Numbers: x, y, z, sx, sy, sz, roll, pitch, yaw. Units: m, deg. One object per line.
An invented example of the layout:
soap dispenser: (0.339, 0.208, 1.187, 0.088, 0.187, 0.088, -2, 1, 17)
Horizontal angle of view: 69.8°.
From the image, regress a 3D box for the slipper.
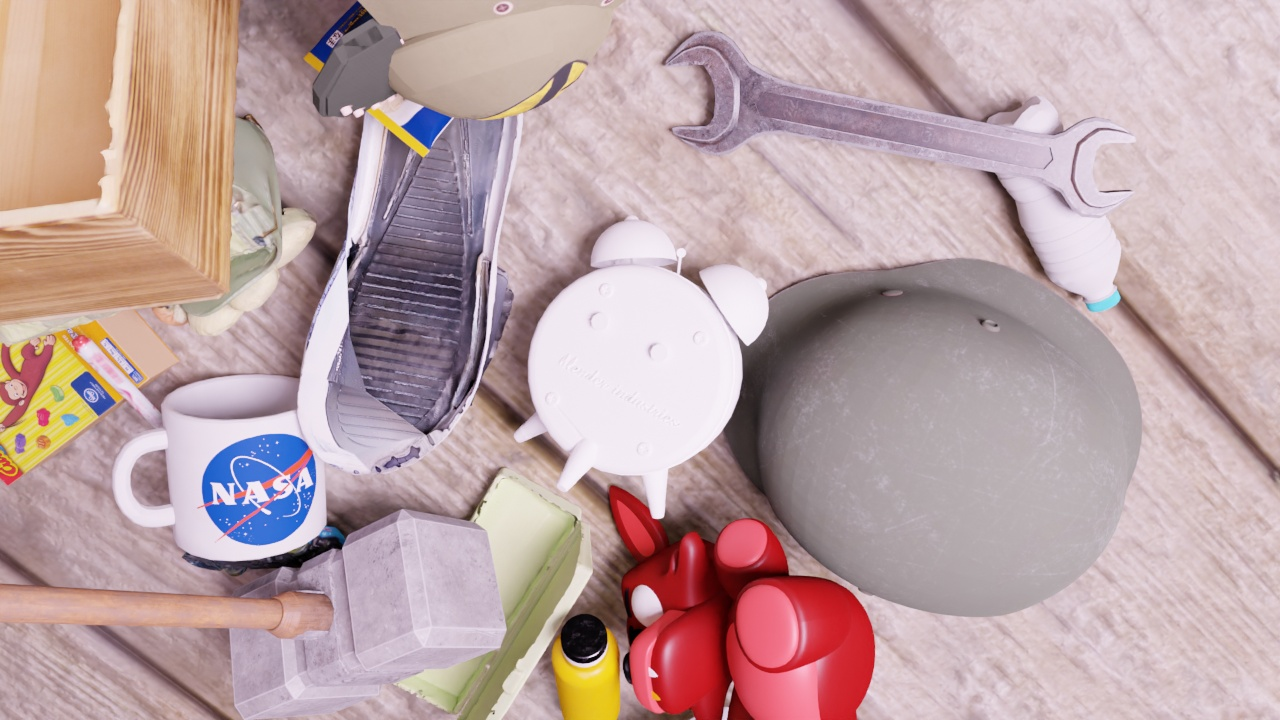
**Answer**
slipper: (-0.133, -0.059, 0.560, 0.111, 0.063, 0.264, 11, 94, -1)

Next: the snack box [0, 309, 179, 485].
snack box: (-0.382, 0.006, 0.590, 0.126, 0.040, 0.088, -34, 104, 10)

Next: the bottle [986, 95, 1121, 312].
bottle: (0.253, -0.090, 0.554, 0.044, 0.044, 0.136, -31, 104, 9)

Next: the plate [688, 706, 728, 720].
plate: (0.034, 0.306, 0.649, 0.134, 0.011, 0.135, -20, 124, -34)

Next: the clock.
clock: (-0.003, 0.003, 0.551, 0.125, 0.072, 0.161, 28, 96, 11)

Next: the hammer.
hammer: (-0.233, 0.134, 0.488, 0.163, 0.317, 0.082, -26, 63, 21)

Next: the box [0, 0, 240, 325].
box: (-0.363, -0.188, 0.336, 0.287, 0.336, 0.279, -7, 74, 4)

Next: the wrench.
wrench: (0.145, -0.134, 0.530, 0.273, 0.010, 0.070, 14, 111, 9)

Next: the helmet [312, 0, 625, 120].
helmet: (-0.071, -0.241, 0.391, 0.233, 0.255, 0.250, -25, 106, 11)

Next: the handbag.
handbag: (-0.283, -0.064, 0.529, 0.186, 0.113, 0.117, -21, 133, -5)

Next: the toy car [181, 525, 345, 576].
toy car: (-0.254, 0.124, 0.624, 0.105, 0.048, 0.032, -5, 62, 0)

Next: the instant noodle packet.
instant noodle packet: (-0.112, -0.191, 0.517, 0.087, 0.026, 0.134, 39, 83, 1)

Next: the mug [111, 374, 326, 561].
mug: (-0.261, 0.067, 0.572, 0.121, 0.091, 0.090, -8, 110, -34)

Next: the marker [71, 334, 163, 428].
marker: (-0.308, 0.036, 0.580, 0.013, 0.012, 0.142, -16, 134, 5)

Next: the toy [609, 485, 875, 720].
toy: (0.048, 0.174, 0.575, 0.120, 0.197, 0.158, -24, 114, -38)

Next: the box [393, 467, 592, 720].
box: (-0.110, 0.174, 0.620, 0.082, 0.098, 0.188, 29, 102, -8)

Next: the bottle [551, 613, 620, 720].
bottle: (-0.035, 0.208, 0.607, 0.043, 0.043, 0.144, 1, 143, 0)

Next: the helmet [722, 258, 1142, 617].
helmet: (0.169, 0.054, 0.543, 0.268, 0.153, 0.227, 23, 106, 10)
